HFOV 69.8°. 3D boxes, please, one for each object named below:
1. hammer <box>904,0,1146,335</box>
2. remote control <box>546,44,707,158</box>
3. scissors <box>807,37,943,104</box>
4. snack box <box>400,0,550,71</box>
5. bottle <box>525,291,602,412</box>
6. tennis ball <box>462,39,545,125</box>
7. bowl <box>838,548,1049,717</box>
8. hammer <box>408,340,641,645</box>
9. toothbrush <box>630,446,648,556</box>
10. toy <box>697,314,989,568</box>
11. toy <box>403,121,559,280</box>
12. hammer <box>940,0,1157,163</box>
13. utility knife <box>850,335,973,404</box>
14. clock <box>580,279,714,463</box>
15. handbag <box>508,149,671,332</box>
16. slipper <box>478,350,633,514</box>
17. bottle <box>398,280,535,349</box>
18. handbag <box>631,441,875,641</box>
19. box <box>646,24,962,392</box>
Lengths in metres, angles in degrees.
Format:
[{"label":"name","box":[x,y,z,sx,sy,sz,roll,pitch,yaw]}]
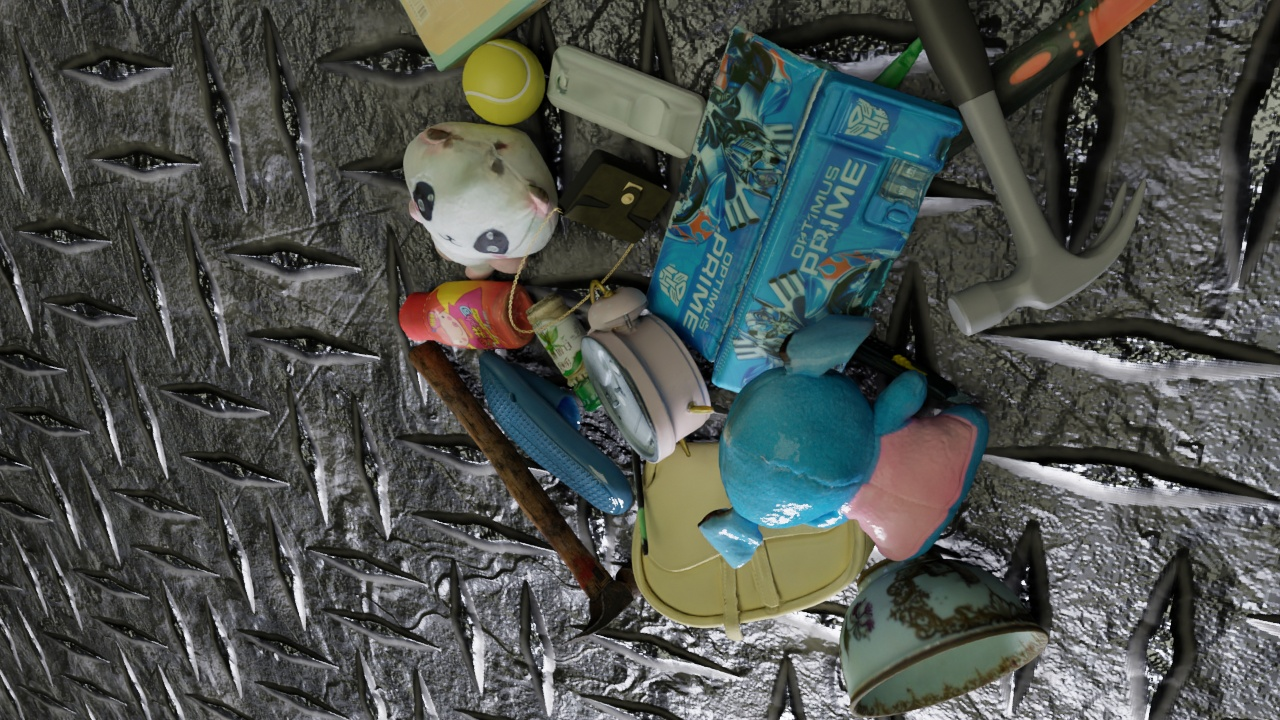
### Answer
[{"label":"hammer","box":[0.193,-0.178,0.542,0.125,0.029,0.311,-24,94,5]},{"label":"remote control","box":[-0.014,-0.201,0.713,0.133,0.022,0.050,26,124,16]},{"label":"scissors","box":[0.151,-0.182,0.636,0.123,0.011,0.127,40,127,3]},{"label":"snack box","box":[-0.149,-0.345,0.704,0.142,0.044,0.193,-21,102,35]},{"label":"bottle","box":[-0.060,-0.008,0.825,0.043,0.042,0.110,-30,95,37]},{"label":"tennis ball","box":[-0.108,-0.221,0.730,0.065,0.065,0.065,13,119,24]},{"label":"bowl","box":[0.223,0.206,0.725,0.160,0.159,0.093,-50,44,37]},{"label":"hammer","box":[-0.124,0.119,0.894,0.330,0.119,0.033,52,127,5]},{"label":"toothbrush","box":[-0.004,0.075,0.799,0.017,0.014,0.188,-12,77,22]},{"label":"toy","box":[0.141,0.080,0.654,0.191,0.098,0.224,19,112,-12]},{"label":"toy","box":[-0.140,-0.129,0.784,0.139,0.101,0.180,32,146,-3]},{"label":"hammer","box":[0.257,-0.192,0.555,0.334,0.033,0.133,-35,96,36]},{"label":"utility knife","box":[0.172,-0.009,0.701,0.174,0.028,0.020,30,130,12]},{"label":"clock","box":[-0.004,0.004,0.747,0.158,0.058,0.117,56,163,17]},{"label":"handbag","box":[-0.053,-0.085,0.750,0.178,0.084,0.027,-50,43,28]},{"label":"slipper","box":[-0.079,0.058,0.842,0.214,0.059,0.104,38,154,29]},{"label":"bottle","box":[-0.164,-0.042,0.859,0.134,0.048,0.071,1,138,31]},{"label":"handbag","box":[0.094,0.136,0.783,0.233,0.088,0.191,-6,107,32]},{"label":"box","box":[0.093,-0.088,0.648,0.175,0.059,0.244,29,126,15]}]
